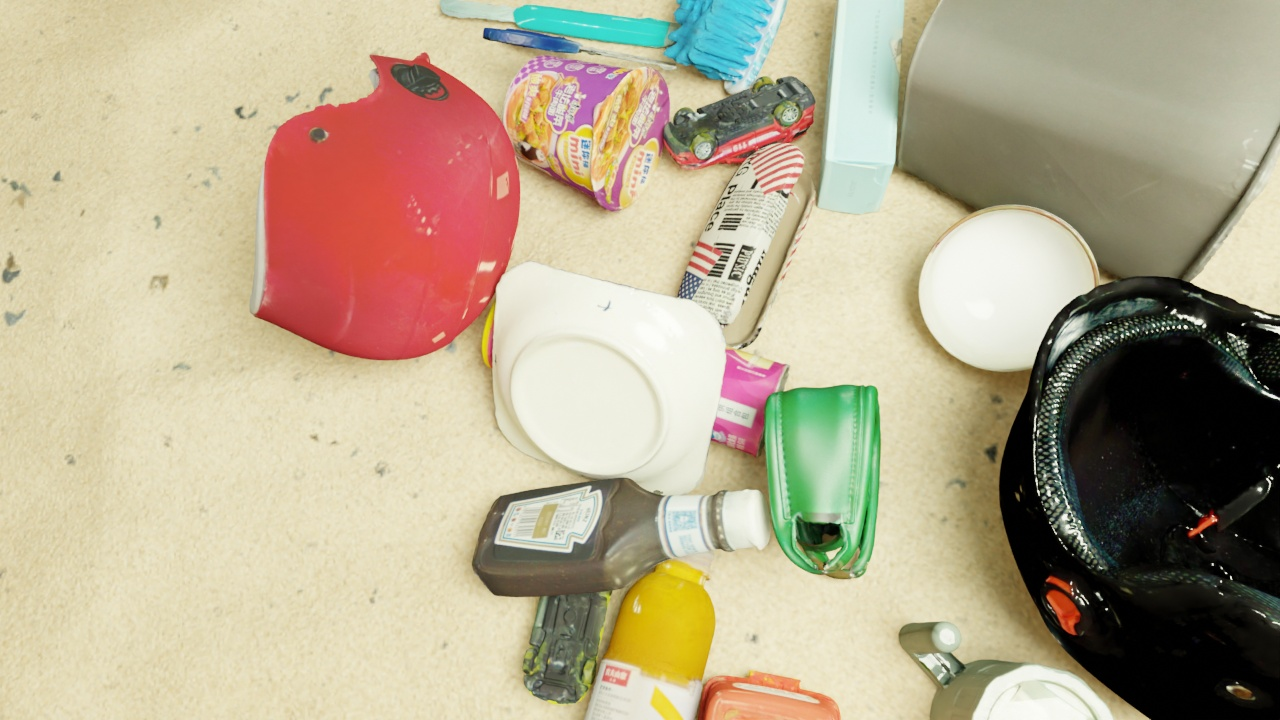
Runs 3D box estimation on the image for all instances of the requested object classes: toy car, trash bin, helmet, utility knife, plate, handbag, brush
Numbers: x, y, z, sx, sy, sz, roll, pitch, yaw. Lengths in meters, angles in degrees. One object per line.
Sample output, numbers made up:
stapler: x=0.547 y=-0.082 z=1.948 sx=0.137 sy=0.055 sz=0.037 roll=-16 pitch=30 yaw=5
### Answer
toy car: x=-0.047 y=0.181 z=0.627 sx=0.048 sy=0.032 sz=0.105 roll=7 pitch=61 yaw=10
trash bin: x=0.313 y=-0.184 z=0.629 sx=0.220 sy=0.199 sz=0.198 roll=27 pitch=75 yaw=21
helmet: x=-0.155 y=-0.098 z=0.650 sx=0.144 sy=0.208 sz=0.239 roll=30 pitch=44 yaw=-1
utility knife: x=-0.070 y=-0.294 z=0.795 sx=0.221 sy=0.013 sz=0.029 roll=11 pitch=74 yaw=8
toy car: x=0.078 y=-0.182 z=0.720 sx=0.120 sy=0.045 sz=0.053 roll=-19 pitch=47 yaw=-4
plate: x=-0.030 y=0.024 z=0.616 sx=0.164 sy=0.164 sz=0.034 roll=14 pitch=33 yaw=13
handbag: x=0.122 y=0.079 z=0.590 sx=0.068 sy=0.131 sz=0.120 roll=-4 pitch=75 yaw=15
brush: x=0.113 y=-0.359 z=0.766 sx=0.109 sy=0.061 sz=0.314 roll=25 pitch=77 yaw=-31
helmet: x=0.321 y=0.088 z=0.511 sx=0.275 sy=0.231 sz=0.233 roll=42 pitch=66 yaw=16

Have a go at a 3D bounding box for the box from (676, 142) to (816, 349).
box: x=0.073 y=-0.092 z=0.677 sx=0.075 sy=0.081 sz=0.163 roll=20 pitch=76 yaw=22

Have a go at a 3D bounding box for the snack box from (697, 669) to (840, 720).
snack box: x=0.078 y=0.237 z=0.568 sx=0.091 sy=0.080 sz=0.082 roll=8 pitch=72 yaw=9

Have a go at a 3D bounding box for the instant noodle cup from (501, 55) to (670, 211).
instant noodle cup: x=-0.045 y=-0.184 z=0.711 sx=0.099 sy=0.111 sz=0.111 roll=25 pitch=76 yaw=22

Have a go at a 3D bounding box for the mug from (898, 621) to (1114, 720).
mug: x=0.211 y=0.207 z=0.550 sx=0.083 sy=0.103 sz=0.124 roll=-41 pitch=73 yaw=-7

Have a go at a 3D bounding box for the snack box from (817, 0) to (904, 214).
snack box: x=0.170 y=-0.207 z=0.706 sx=0.052 sy=0.074 sz=0.174 roll=6 pitch=73 yaw=9

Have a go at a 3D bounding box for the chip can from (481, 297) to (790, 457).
chip can: x=-0.004 y=0.004 z=0.659 sx=0.210 sy=0.071 sz=0.071 roll=18 pitch=75 yaw=11

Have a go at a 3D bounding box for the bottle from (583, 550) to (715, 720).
bottle: x=0.006 y=0.209 z=0.591 sx=0.068 sy=0.068 sz=0.189 roll=14 pitch=71 yaw=11

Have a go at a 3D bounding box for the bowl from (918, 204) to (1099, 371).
bowl: x=0.257 y=-0.053 z=0.642 sx=0.114 sy=0.062 sz=0.113 roll=6 pitch=106 yaw=24

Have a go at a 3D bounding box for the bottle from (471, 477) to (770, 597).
bottle: x=-0.013 y=0.112 z=0.600 sx=0.195 sy=0.044 sz=0.079 roll=-10 pitch=38 yaw=22

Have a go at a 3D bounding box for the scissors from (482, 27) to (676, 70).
scissors: x=-0.053 y=-0.252 z=0.741 sx=0.176 sy=0.162 sz=0.012 roll=27 pitch=115 yaw=38
